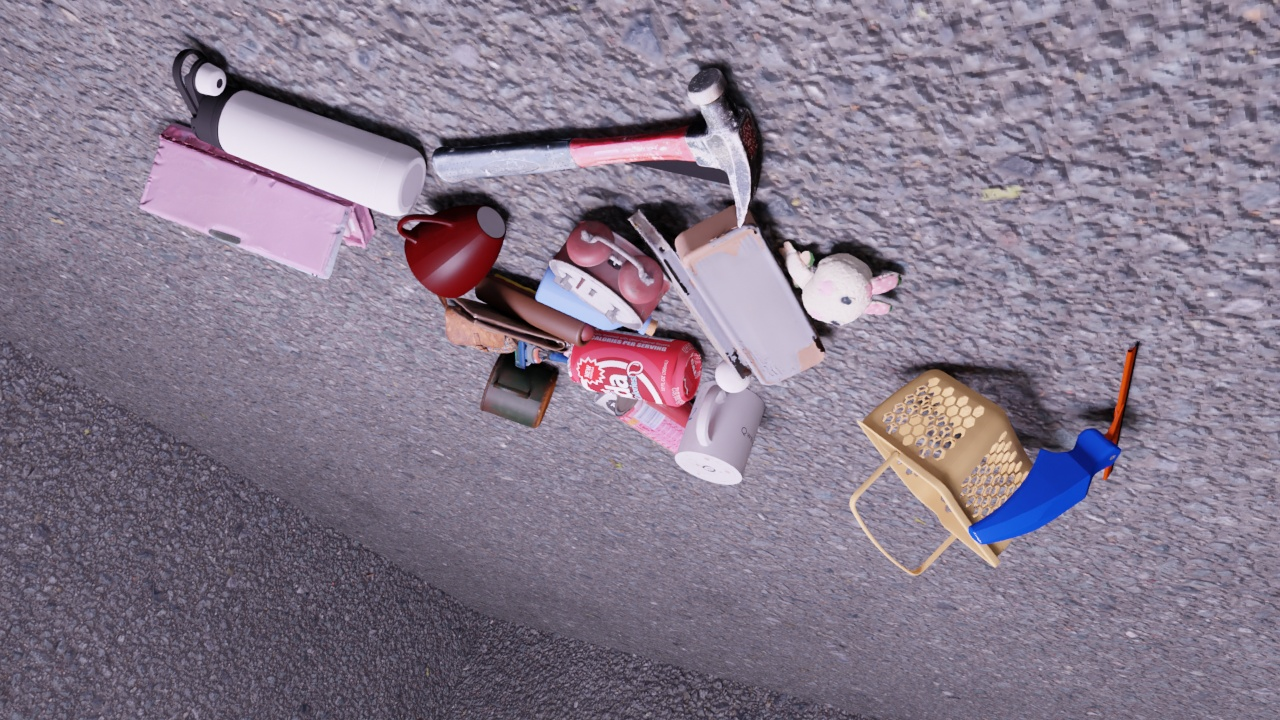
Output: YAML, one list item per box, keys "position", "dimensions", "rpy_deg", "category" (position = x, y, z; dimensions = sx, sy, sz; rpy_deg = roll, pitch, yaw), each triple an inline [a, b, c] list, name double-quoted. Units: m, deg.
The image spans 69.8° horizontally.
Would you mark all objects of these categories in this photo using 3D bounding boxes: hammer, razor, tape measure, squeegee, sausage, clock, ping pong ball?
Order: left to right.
- position: [-0.118, -0.059, 1.030]
  dimensions: [0.156, 0.040, 0.040]
  rpy_deg: [25, 157, 21]
  category: "sausage"
- position: [-0.096, 0.000, 1.174]
  dimensions: [0.141, 0.018, 0.044]
  rpy_deg: [11, 117, 18]
  category: "razor"
- position: [-0.048, -0.170, 0.784]
  dimensions: [0.327, 0.036, 0.140]
  rpy_deg: [4, 148, 34]
  category: "hammer"
- position: [-0.031, -0.079, 0.866]
  dimensions: [0.110, 0.061, 0.157]
  rpy_deg: [36, 169, -1]
  category: "clock"
- position: [-0.025, 0.057, 1.233]
  dimensions: [0.065, 0.016, 0.064]
  rpy_deg: [27, 154, -12]
  category: "tape measure"
- position: [0.104, 0.016, 1.021]
  dimensions: [0.040, 0.040, 0.040]
  rpy_deg: [18, 155, 9]
  category: "ping pong ball"
- position: [0.383, 0.111, 0.846]
  dimensions: [0.055, 0.185, 0.249]
  rpy_deg: [55, 178, 38]
  category: "squeegee"

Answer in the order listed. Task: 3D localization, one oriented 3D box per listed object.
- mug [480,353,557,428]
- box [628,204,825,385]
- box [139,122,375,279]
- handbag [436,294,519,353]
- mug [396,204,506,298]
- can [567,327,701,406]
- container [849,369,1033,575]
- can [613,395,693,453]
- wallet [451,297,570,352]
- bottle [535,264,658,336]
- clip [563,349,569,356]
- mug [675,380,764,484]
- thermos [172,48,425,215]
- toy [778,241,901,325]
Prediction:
- position: [-0.161, 0.041, 1.220]
  dimensions: [0.081, 0.085, 0.111]
  rpy_deg: [21, 179, -1]
  category: "mug"
- position: [0.086, -0.068, 0.875]
  dimensions: [0.115, 0.095, 0.217]
  rpy_deg: [-23, 138, 15]
  category: "box"
- position: [-0.426, -0.164, 1.009]
  dimensions: [0.232, 0.106, 0.099]
  rpy_deg: [21, 156, 3]
  category: "box"
- position: [-0.215, -0.072, 1.109]
  dimensions: [0.094, 0.043, 0.196]
  rpy_deg: [9, 149, 22]
  category: "handbag"
- position: [-0.189, -0.124, 0.927]
  dimensions: [0.089, 0.087, 0.114]
  rpy_deg: [-27, 147, 37]
  category: "mug"
- position: [-0.006, 0.006, 1.050]
  dimensions: [0.143, 0.074, 0.074]
  rpy_deg: [10, 152, 24]
  category: "can"
- position: [0.290, 0.123, 0.910]
  dimensions: [0.183, 0.167, 0.129]
  rpy_deg: [44, 179, -41]
  category: "container"
- position: [0.032, 0.072, 1.158]
  dimensions: [0.124, 0.066, 0.067]
  rpy_deg: [33, 153, -23]
  category: "can"
- position: [-0.151, -0.041, 1.058]
  dimensions: [0.121, 0.027, 0.099]
  rpy_deg: [18, -174, -29]
  category: "wallet"
- position: [-0.043, -0.060, 0.979]
  dimensions: [0.131, 0.048, 0.048]
  rpy_deg: [24, 155, -5]
  category: "bottle"
- position: [-0.065, -0.016, 1.122]
  dimensions: [0.060, 0.044, 0.023]
  rpy_deg: [-4, 162, -11]
  category: "clip"
- position: [0.091, 0.078, 1.088]
  dimensions: [0.083, 0.096, 0.120]
  rpy_deg: [11, 153, 23]
  category: "mug"
- position: [-0.324, -0.217, 0.876]
  dimensions: [0.230, 0.068, 0.101]
  rpy_deg: [21, 147, 5]
  category: "thermos"
- position: [0.171, -0.064, 0.807]
  dimensions: [0.112, 0.050, 0.087]
  rpy_deg: [16, 155, 2]
  category: "toy"
